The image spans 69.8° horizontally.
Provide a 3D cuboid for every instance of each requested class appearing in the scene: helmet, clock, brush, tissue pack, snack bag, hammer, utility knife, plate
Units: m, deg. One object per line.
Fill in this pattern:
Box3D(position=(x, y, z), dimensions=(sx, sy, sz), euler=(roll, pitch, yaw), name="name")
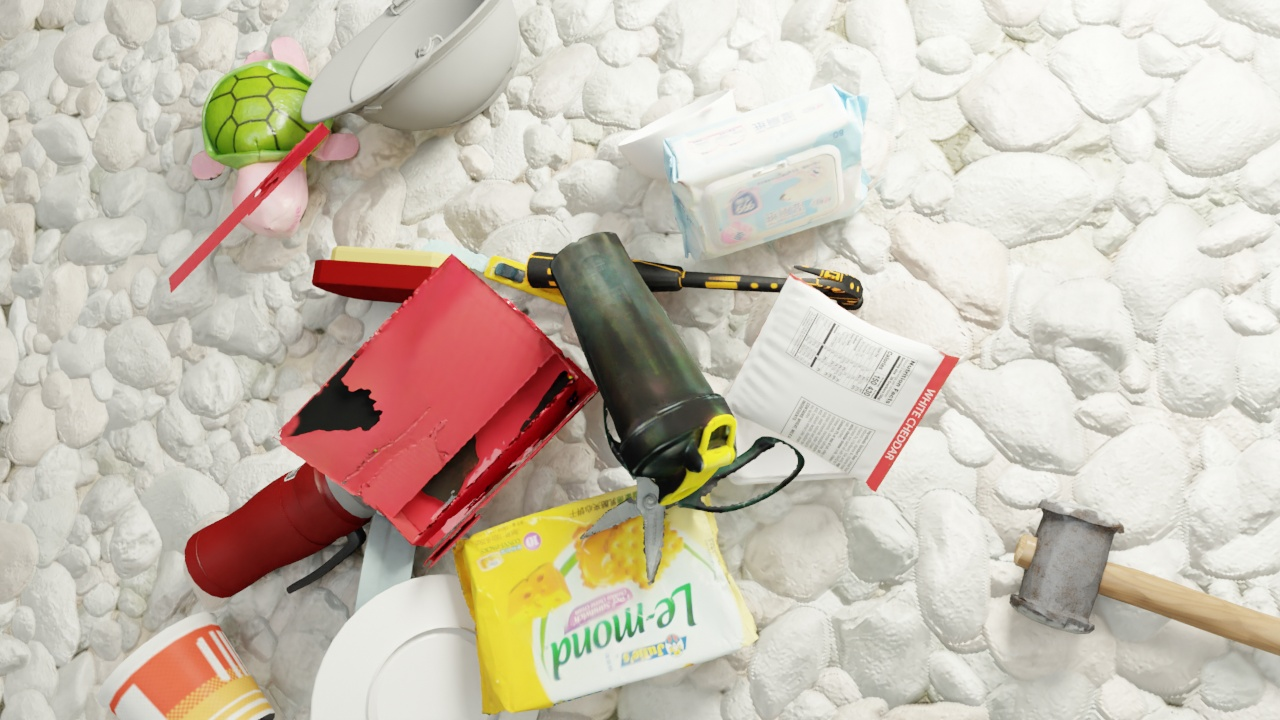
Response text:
Box3D(position=(-0.202, -0.293, 0.931), dimensions=(0.271, 0.118, 0.183), euler=(-37, 41, 5), name="helmet")
Box3D(position=(-0.236, 0.195, 0.862), dimensions=(0.045, 0.123, 0.159), euler=(10, 63, -11), name="clock")
Box3D(position=(-0.244, -0.085, 0.924), dimensions=(0.173, 0.082, 0.042), euler=(5, 83, 18), name="brush")
Box3D(position=(0.113, -0.159, 0.793), dimensions=(0.182, 0.112, 0.069), euler=(-17, 49, 4), name="tissue pack")
Box3D(position=(0.154, 0.020, 0.730), dimensions=(0.144, 0.039, 0.131), euler=(29, 114, 9), name="snack bag")
Box3D(position=(-0.037, 0.202, 0.802), dimensions=(0.247, 0.068, 0.159), euler=(-15, 79, 0), name="snack bag")
Box3D(position=(0.037, -0.074, 0.826), dimensions=(0.321, 0.123, 0.036), euler=(6, 86, 23), name="hammer")
Box3D(position=(-0.127, -0.085, 0.926), dimensions=(0.225, 0.019, 0.030), euler=(20, 78, 22), name="utility knife")
Box3D(position=(-0.178, 0.294, 0.802), dimensions=(0.015, 0.208, 0.208), euler=(-6, 76, 60), name="plate")
Box3D(position=(0.450, 0.197, 0.685), dimensions=(0.329, 0.052, 0.098), euler=(17, 87, 16), name="hammer")

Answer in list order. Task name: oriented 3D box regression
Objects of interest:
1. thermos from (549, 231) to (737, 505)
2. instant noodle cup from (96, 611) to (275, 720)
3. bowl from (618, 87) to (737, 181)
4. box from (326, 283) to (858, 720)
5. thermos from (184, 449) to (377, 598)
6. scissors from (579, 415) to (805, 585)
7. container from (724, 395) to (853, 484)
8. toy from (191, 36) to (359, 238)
Box3D(position=(0.000, 0.001, 0.753), dimensions=(0.098, 0.098, 0.220), euler=(-30, 71, 11), name="thermos")
Box3D(position=(-0.440, 0.338, 0.907), dimensions=(0.121, 0.123, 0.123), euler=(44, 96, 11), name="instant noodle cup")
Box3D(position=(0.041, -0.202, 0.849), dimensions=(0.115, 0.114, 0.050), euler=(-23, 108, 13), name="bowl")
Box3D(position=(-0.076, 0.128, 0.696), dimensions=(0.214, 0.171, 0.478), euler=(-45, 36, -1), name="box")
Box3D(position=(-0.348, 0.172, 0.921), dimensions=(0.199, 0.084, 0.108), euler=(-30, 92, 13), name="thermos")
Box3D(position=(0.042, 0.087, 0.780), dimensions=(0.204, 0.015, 0.201), euler=(-4, 70, 9), name="scissors")
Box3D(position=(0.140, 0.065, 0.798), dimensions=(0.129, 0.049, 0.080), euler=(-6, 80, 16), name="container")
Box3D(position=(-0.406, -0.242, 0.998), dimensions=(0.190, 0.088, 0.238), euler=(-5, 75, -1), name="toy")
